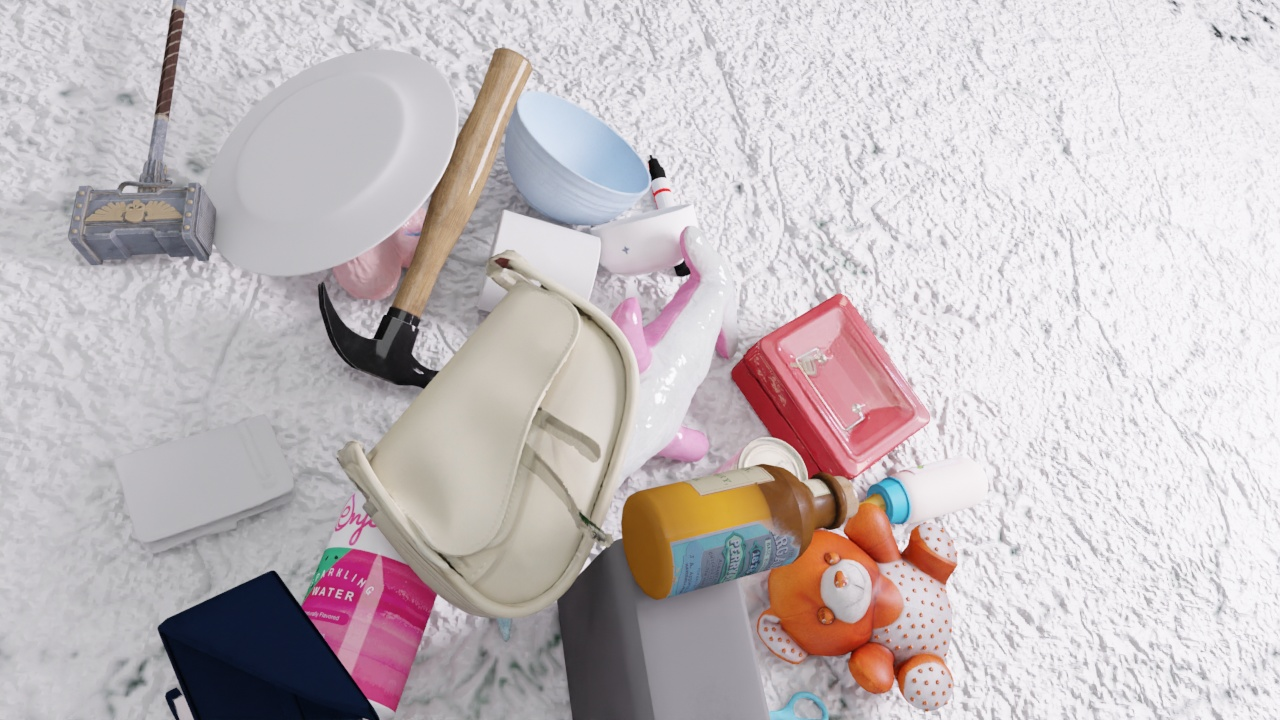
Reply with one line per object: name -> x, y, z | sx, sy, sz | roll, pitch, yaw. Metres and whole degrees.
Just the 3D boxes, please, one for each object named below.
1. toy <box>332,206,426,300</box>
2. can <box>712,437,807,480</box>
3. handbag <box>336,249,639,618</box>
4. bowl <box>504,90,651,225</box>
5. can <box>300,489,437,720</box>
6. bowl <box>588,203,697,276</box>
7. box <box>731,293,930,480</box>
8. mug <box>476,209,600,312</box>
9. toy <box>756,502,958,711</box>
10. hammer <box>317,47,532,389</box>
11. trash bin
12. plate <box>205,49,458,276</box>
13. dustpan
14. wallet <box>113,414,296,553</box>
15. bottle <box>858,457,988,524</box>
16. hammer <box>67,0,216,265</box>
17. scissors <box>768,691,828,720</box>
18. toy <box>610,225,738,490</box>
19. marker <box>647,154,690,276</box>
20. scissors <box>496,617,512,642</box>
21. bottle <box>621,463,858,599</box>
toy -> -0.231, -0.107, 0.818 | 0.105, 0.053, 0.108 | -11, 73, -34
can -> 0.102, 0.111, 0.811 | 0.067, 0.076, 0.067 | 8, 63, -16
handbag -> -0.086, 0.049, 0.635 | 0.184, 0.132, 0.228 | 37, 66, -6
bowl -> -0.071, -0.182, 0.884 | 0.150, 0.075, 0.150 | 27, 33, -20
can -> -0.196, 0.173, 0.668 | 0.088, 0.088, 0.165 | 21, 60, -9
bowl -> 0.006, -0.113, 0.879 | 0.104, 0.105, 0.054 | -22, 105, -27
box -> 0.180, 0.031, 0.873 | 0.129, 0.087, 0.158 | -28, 77, -30
mug -> -0.092, -0.090, 0.839 | 0.090, 0.091, 0.121 | 15, 44, -12
toy -> 0.191, 0.204, 0.788 | 0.172, 0.093, 0.163 | 16, 66, -9
hammer -> -0.169, -0.129, 0.784 | 0.132, 0.040, 0.305 | 25, 81, -23
trash bin -> 0.015, 0.253, 0.646 | 0.097, 0.192, 0.219 | -1, 64, -20
plate -> -0.270, -0.178, 0.782 | 0.243, 0.016, 0.242 | -8, 61, 14
dustpan -> -0.216, 0.253, 0.551 | 0.080, 0.273, 0.236 | -22, 115, -31
wallet -> -0.328, 0.092, 0.698 | 0.116, 0.032, 0.086 | -16, 61, -23
bottle -> 0.262, 0.128, 0.875 | 0.146, 0.051, 0.051 | -9, 68, -23
hammer -> -0.417, -0.233, 0.805 | 0.098, 0.044, 0.321 | -3, 65, -6
scissors -> 0.106, 0.302, 0.756 | 0.125, 0.015, 0.136 | -30, 83, -30
toy -> -0.005, 0.005, 0.820 | 0.128, 0.187, 0.264 | 11, 52, 35
marker -> 0.028, -0.154, 0.950 | 0.019, 0.019, 0.145 | -5, 67, -22
scissors -> -0.121, 0.144, 0.756 | 0.076, 0.017, 0.174 | 2, 68, -23
bottle -> 0.071, 0.104, 0.595 | 0.156, 0.068, 0.067 | -9, 68, -24
